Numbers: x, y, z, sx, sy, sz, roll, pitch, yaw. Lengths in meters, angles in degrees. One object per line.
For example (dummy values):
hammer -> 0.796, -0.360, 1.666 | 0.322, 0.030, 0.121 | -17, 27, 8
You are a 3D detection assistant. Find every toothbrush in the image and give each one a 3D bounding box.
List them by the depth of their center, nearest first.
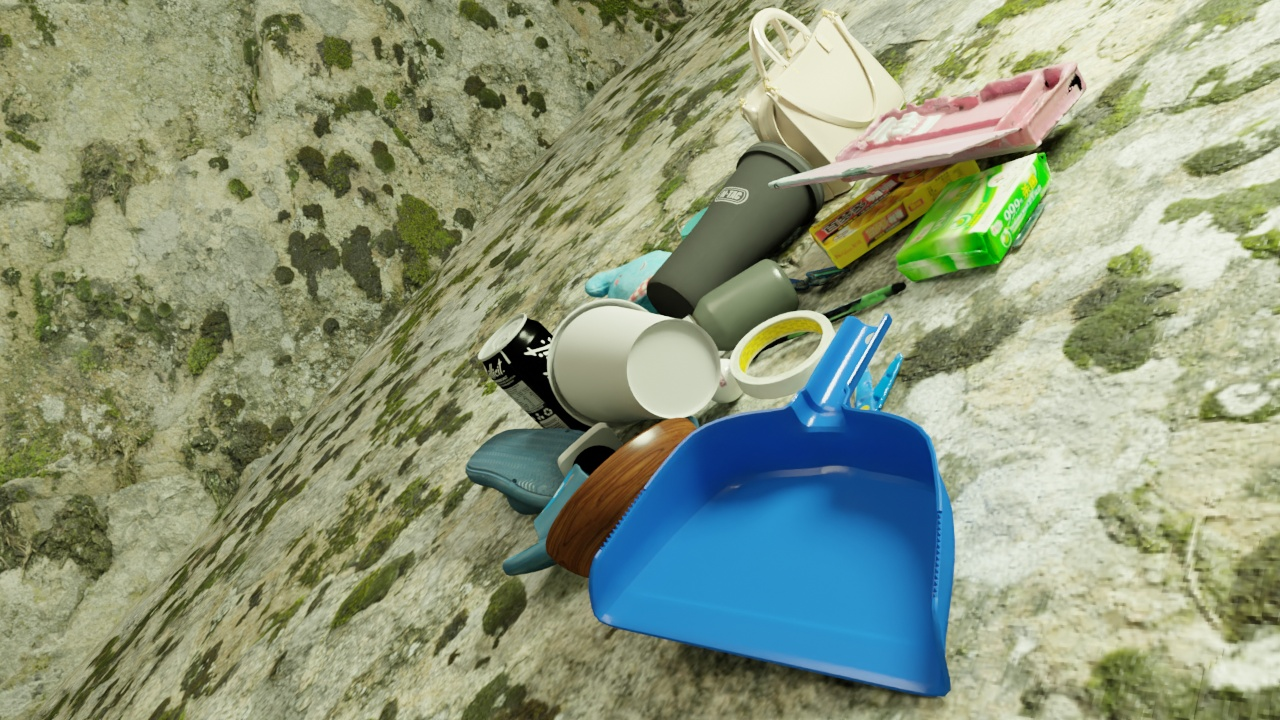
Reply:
toothbrush -> 0.155, -0.034, 0.821 | 0.189, 0.014, 0.017 | -26, 18, 41

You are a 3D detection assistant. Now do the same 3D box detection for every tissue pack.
tissue pack -> 0.268, -0.113, 0.737 | 0.113, 0.034, 0.100 | -50, 19, -23

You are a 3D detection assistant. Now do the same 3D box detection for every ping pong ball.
ping pong ball -> 0.075, 0.018, 0.829 | 0.040, 0.040, 0.040 | -38, 20, 16

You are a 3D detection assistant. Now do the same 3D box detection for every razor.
razor -> 0.151, -0.078, 0.914 | 0.043, 0.018, 0.141 | -14, 5, -23

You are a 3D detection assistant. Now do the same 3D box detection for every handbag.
handbag -> 0.189, -0.309, 1.041 | 0.101, 0.198, 0.194 | -15, 34, 53

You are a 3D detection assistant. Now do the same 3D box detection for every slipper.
slipper -> -0.038, 0.114, 0.797 | 0.213, 0.059, 0.104 | -40, -1, -2
slipper -> -0.106, 0.116, 0.963 | 0.103, 0.059, 0.214 | -44, 30, -28

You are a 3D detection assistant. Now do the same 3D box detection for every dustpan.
dustpan -> 0.112, 0.067, 0.589 | 0.246, 0.059, 0.256 | -3, 38, 43

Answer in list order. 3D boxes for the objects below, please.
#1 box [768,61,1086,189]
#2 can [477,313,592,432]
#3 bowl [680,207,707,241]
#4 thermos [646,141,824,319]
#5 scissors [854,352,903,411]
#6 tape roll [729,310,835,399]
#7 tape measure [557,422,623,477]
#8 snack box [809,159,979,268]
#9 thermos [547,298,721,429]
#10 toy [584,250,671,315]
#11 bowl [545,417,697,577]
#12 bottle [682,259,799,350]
box -> 0.249, -0.190, 0.821 | 0.180, 0.051, 0.233 | -34, 18, -21
can -> -0.102, 0.024, 1.006 | 0.080, 0.146, 0.080 | -38, 20, 16
bowl -> 0.086, -0.160, 1.165 | 0.121, 0.046, 0.121 | -38, 20, 16
thermos -> 0.099, -0.131, 0.980 | 0.218, 0.106, 0.106 | -49, 20, -22
scissors -> 0.157, 0.043, 0.667 | 0.097, 0.020, 0.132 | -29, 25, 28
tape roll -> 0.122, -0.006, 0.785 | 0.094, 0.019, 0.093 | -24, 31, 15
tape measure -> -0.038, 0.098, 0.856 | 0.065, 0.064, 0.017 | -37, 19, -2
snack box -> 0.235, -0.147, 0.861 | 0.152, 0.025, 0.075 | -34, 21, 11
thermos -> -0.005, 0.005, 0.848 | 0.131, 0.131, 0.222 | -47, 13, -11
toy -> -0.012, -0.060, 1.069 | 0.181, 0.115, 0.183 | -42, -2, 19
bowl -> 0.007, 0.119, 0.687 | 0.147, 0.069, 0.147 | -38, -22, -18
bottle -> 0.093, -0.047, 0.875 | 0.108, 0.060, 0.060 | -32, 20, 1
